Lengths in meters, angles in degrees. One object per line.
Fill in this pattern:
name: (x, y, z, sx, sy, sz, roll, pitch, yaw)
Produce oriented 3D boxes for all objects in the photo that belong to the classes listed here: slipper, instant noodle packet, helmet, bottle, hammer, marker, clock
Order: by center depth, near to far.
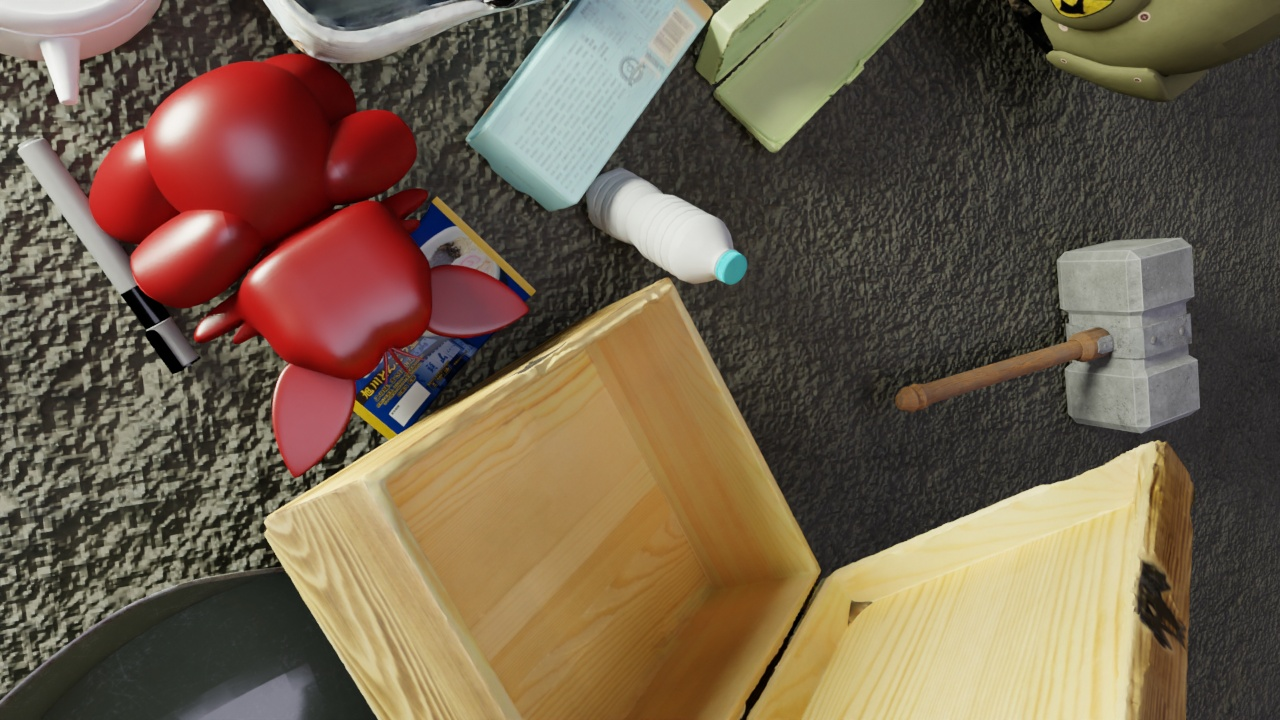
clock: (-0.304, -0.218, 0.458, 0.125, 0.073, 0.160, 26, 76, -26)
helmet: (-0.211, 0.206, 0.490, 0.267, 0.154, 0.227, -25, 102, -27)
marker: (-0.290, -0.056, 0.503, 0.016, 0.016, 0.140, -35, 109, -20)
slipper: (-0.098, -0.256, 0.533, 0.263, 0.063, 0.111, -36, 104, -31)
instant noodle packet: (-0.140, -0.024, 0.576, 0.087, 0.026, 0.134, 44, 76, -18)
bottle: (0.016, -0.084, 0.588, 0.044, 0.136, 0.044, -22, 129, -29)
helmet: (0.377, -0.315, 0.668, 0.250, 0.256, 0.233, -48, 110, -14)
hammer: (0.343, 0.000, 0.790, 0.317, 0.083, 0.163, -13, 101, -25)

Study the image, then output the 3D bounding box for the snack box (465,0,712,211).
snack box: (-0.032, -0.188, 0.600, 0.075, 0.053, 0.174, 39, 76, -25)

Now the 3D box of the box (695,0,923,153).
box: (0.132, -0.254, 0.660, 0.098, 0.082, 0.187, 41, 74, 3)

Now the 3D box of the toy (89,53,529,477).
toy: (-0.179, -0.062, 0.493, 0.158, 0.121, 0.197, -38, 93, -21)

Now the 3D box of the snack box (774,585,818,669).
snack box: (0.164, 0.209, 0.717, 0.125, 0.088, 0.040, -11, 99, -26)

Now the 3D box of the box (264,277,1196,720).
box: (0.071, 0.102, 0.455, 0.278, 0.337, 0.286, -39, 105, -53)
